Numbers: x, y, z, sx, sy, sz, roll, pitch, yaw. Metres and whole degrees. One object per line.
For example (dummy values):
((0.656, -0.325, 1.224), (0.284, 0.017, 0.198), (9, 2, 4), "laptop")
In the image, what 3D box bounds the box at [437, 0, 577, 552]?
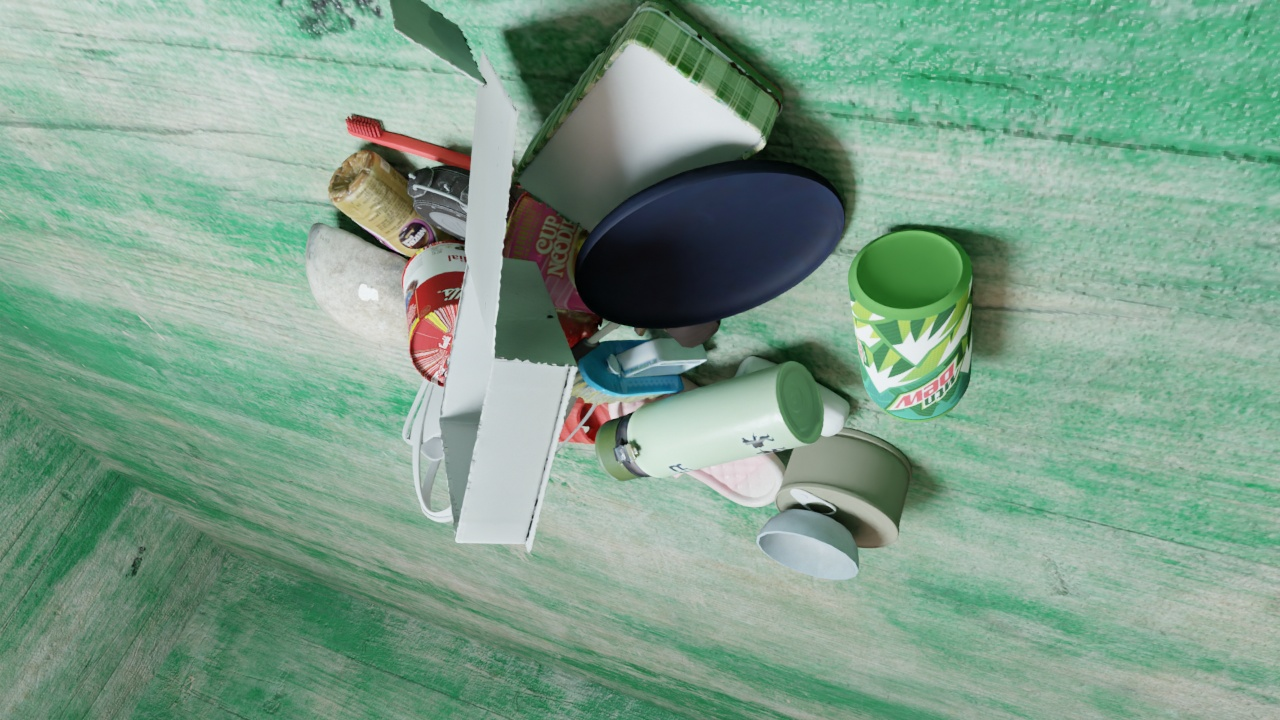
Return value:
((-0.101, -0.057, 0.638), (0.098, 0.166, 0.369), (-1, 121, -17), "box")

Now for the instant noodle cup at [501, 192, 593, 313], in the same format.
((-0.056, -0.082, 0.776), (0.108, 0.097, 0.098), (14, 151, 4), "instant noodle cup")

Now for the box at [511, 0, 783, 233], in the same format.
((-0.003, -0.155, 0.650), (0.117, 0.050, 0.206), (30, 152, -17), "box")

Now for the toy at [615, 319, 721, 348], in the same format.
((0.023, -0.044, 0.808), (0.100, 0.062, 0.076), (-12, 101, 27), "toy")

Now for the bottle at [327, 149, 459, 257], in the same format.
((-0.209, -0.123, 0.853), (0.060, 0.059, 0.166), (-1, 150, 39), "bottle")

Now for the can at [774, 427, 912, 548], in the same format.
((0.211, 0.132, 0.952), (0.128, 0.073, 0.128), (18, 152, 10), "can")

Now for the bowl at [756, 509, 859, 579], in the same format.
((0.176, 0.185, 0.945), (0.106, 0.039, 0.106), (19, 152, 10), "bowl")

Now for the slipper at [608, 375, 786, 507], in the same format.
((0.060, 0.092, 0.984), (0.221, 0.055, 0.107), (35, 126, -13), "slipper")

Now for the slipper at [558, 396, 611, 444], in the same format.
((-0.120, 0.058, 1.095), (0.249, 0.059, 0.104), (14, 151, 21), "slipper")

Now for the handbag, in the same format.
((-0.161, 0.068, 0.969), (0.216, 0.222, 0.095), (5, 148, 32), "handbag")

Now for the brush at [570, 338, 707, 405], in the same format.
((-0.005, 0.005, 0.851), (0.076, 0.055, 0.135), (-29, 164, 36), "brush")

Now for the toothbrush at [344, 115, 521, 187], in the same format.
((-0.155, -0.172, 0.772), (0.212, 0.012, 0.018), (18, 152, 10), "toothbrush")

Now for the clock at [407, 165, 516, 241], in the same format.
((-0.147, -0.134, 0.781), (0.091, 0.043, 0.123), (19, 170, 12), "clock")

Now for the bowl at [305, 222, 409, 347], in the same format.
((-0.265, -0.060, 0.928), (0.178, 0.081, 0.178), (23, 170, 4), "bowl")

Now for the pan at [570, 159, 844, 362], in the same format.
((-0.003, -0.044, 0.713), (0.198, 0.021, 0.358), (11, 145, -43), "pan")

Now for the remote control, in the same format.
((0.145, 0.035, 0.883), (0.114, 0.028, 0.060), (24, 150, 5), "remote control")

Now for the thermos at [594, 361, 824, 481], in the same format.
((0.054, 0.066, 0.871), (0.232, 0.082, 0.082), (-18, 132, 40), "thermos")

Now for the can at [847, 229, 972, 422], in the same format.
((0.203, -0.022, 0.682), (0.083, 0.082, 0.144), (10, 149, 25), "can")

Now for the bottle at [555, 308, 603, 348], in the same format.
((-0.091, -0.032, 0.872), (0.099, 0.098, 0.111), (39, 153, -26), "bottle")

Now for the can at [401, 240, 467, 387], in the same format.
((-0.165, -0.043, 0.815), (0.086, 0.116, 0.087), (-8, 126, -12), "can")
